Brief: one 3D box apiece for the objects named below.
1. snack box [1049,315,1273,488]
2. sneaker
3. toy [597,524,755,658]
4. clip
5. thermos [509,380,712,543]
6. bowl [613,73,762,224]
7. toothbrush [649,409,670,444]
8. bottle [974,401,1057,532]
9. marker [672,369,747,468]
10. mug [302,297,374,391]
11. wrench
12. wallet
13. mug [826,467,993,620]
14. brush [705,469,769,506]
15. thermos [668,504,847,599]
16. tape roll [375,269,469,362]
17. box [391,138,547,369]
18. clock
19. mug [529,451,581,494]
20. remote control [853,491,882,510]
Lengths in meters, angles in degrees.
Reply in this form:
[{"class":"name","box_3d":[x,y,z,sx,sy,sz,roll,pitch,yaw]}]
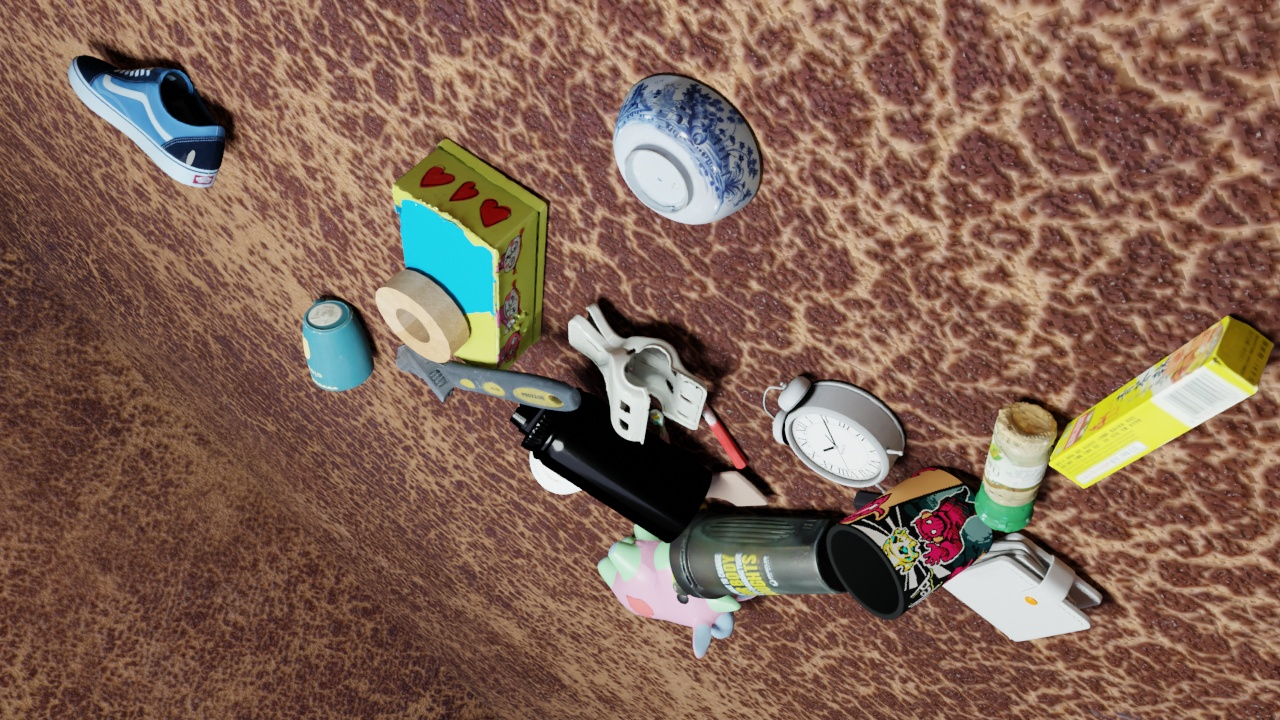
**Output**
[{"class":"snack box","box_3d":[0.305,0.030,0.549,0.029,0.040,0.148,36,150,7]},{"class":"sneaker","box_3d":[-0.549,-0.301,1.040,0.241,0.083,0.098,39,113,17]},{"class":"toy","box_3d":[0.037,0.278,1.121,0.171,0.119,0.223,45,150,10]},{"class":"clip","box_3d":[-0.016,0.021,0.837,0.152,0.101,0.126,29,158,9]},{"class":"thermos","box_3d":[-0.034,0.094,0.918,0.198,0.086,0.086,33,151,-7]},{"class":"bowl","box_3d":[0.023,-0.135,0.633,0.114,0.045,0.114,28,148,19]},{"class":"toothbrush","box_3d":[0.029,0.107,0.981,0.022,0.015,0.155,42,157,39]},{"class":"bottle","box_3d":[0.266,0.077,0.653,0.043,0.043,0.111,22,145,27]},{"class":"marker","box_3d":[0.063,0.049,0.870,0.013,0.012,0.142,-3,129,50]},{"class":"mug","box_3d":[-0.413,-0.034,1.230,0.112,0.084,0.104,55,155,36]},{"class":"wrench","box_3d":[-0.158,0.018,0.910,0.274,0.022,0.073,8,130,42]},{"class":"wallet","box_3d":[0.300,0.181,0.763,0.115,0.037,0.119,37,153,4]},{"class":"mug","box_3d":[0.210,0.154,0.736,0.082,0.098,0.118,50,153,30]},{"class":"brush","box_3d":[0.084,0.133,0.960,0.050,0.015,0.136,43,156,-13]},{"class":"thermos","box_3d":[0.117,0.196,0.937,0.221,0.097,0.098,-15,121,50]},{"class":"tape roll","box_3d":[-0.210,-0.042,0.883,0.094,0.027,0.094,29,148,20]},{"class":"box","box_3d":[-0.158,-0.088,0.871,0.124,0.079,0.221,32,147,14]},{"class":"clock","box_3d":[0.156,0.057,0.755,0.123,0.035,0.095,27,147,19]},{"class":"mug","box_3d":[-0.068,0.102,1.016,0.082,0.082,0.106,44,151,-9]},{"class":"remote control","box_3d":[0.233,0.172,0.843,0.032,0.015,0.136,2,134,46]}]
